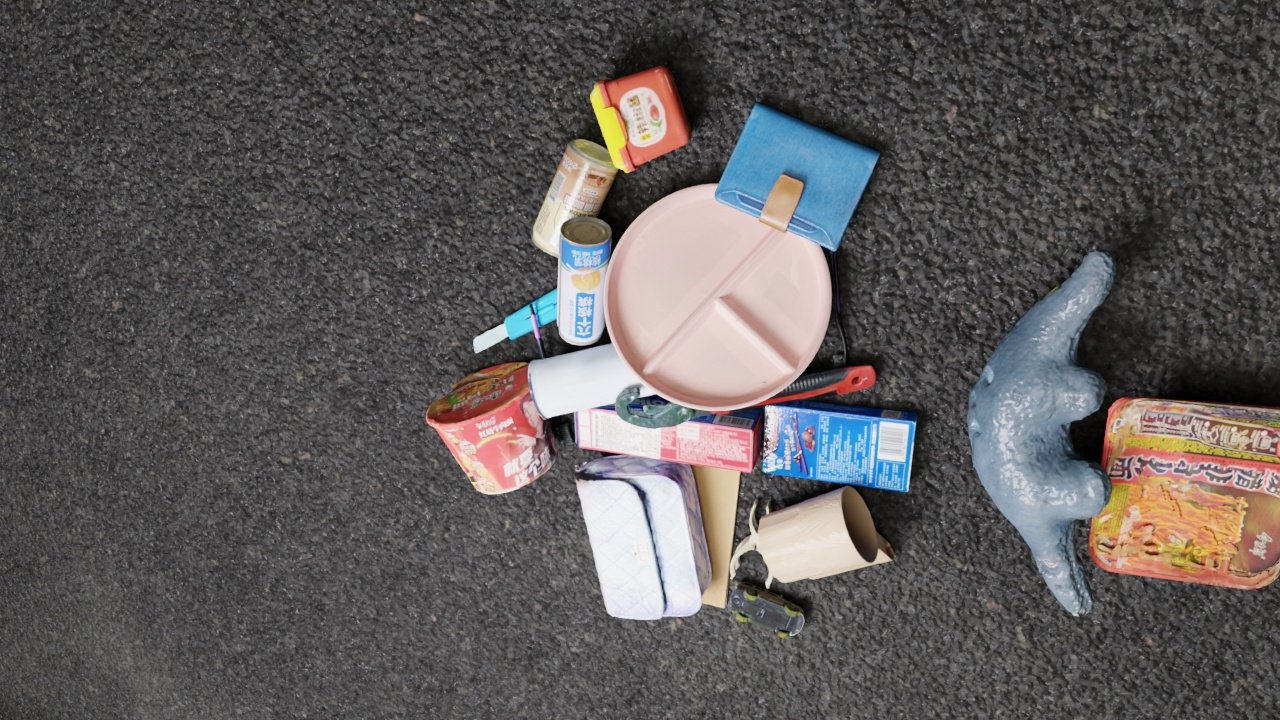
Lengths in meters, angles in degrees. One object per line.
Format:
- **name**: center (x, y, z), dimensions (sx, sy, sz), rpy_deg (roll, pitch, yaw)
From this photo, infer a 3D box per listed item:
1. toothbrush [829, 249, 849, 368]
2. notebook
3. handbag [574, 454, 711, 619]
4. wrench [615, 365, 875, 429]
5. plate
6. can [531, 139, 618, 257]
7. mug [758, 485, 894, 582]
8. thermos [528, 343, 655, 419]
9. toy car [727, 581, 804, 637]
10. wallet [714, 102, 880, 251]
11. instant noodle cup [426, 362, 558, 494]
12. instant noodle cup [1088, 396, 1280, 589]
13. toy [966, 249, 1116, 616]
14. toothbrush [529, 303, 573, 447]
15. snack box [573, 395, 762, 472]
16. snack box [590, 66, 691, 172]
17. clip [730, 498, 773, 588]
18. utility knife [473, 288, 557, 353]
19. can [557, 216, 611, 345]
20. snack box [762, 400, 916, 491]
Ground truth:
- **toothbrush**: center (0.199, -0.065, 0.940), dimensions (0.017, 0.014, 0.189), rpy_deg (2, 112, 32)
- **notebook**: center (0.041, 0.195, 1.105), dimensions (0.148, 0.008, 0.208), rpy_deg (10, 114, 16)
- **handbag**: center (0.004, 0.207, 1.075), dimensions (0.134, 0.075, 0.194), rpy_deg (-5, 108, 22)
- **wrench**: center (0.109, 0.037, 0.964), dimensions (0.273, 0.016, 0.056), rpy_deg (-8, 131, 6)
- **plate**: center (0.077, -0.064, 0.933), dimensions (0.230, 0.028, 0.229), rpy_deg (0, 90, 8)
- **can**: center (-0.069, -0.170, 0.969), dimensions (0.058, 0.058, 0.116), rpy_deg (30, 118, 6)
- **mug**: center (0.204, 0.201, 1.009), dimensions (0.104, 0.084, 0.124), rpy_deg (-23, 135, 30)
- **thermos**: center (-0.006, 0.006, 0.995), dimensions (0.224, 0.073, 0.073), rpy_deg (-13, 106, 11)
- **toy car**: center (0.151, 0.294, 1.089), dimensions (0.090, 0.035, 0.042), rpy_deg (21, 118, 11)
- **wallet**: center (0.150, -0.177, 0.887), dimensions (0.133, 0.040, 0.106), rpy_deg (25, 96, 9)
- **instant noodle cup**: center (-0.163, 0.081, 1.067), dimensions (0.138, 0.137, 0.109), rpy_deg (-11, 115, 23)
- **instant noodle cup**: center (0.516, 0.116, 0.861), dimensions (0.165, 0.078, 0.189), rpy_deg (6, 112, 18)
- **toy**: center (0.381, 0.072, 0.872), dimensions (0.138, 0.091, 0.356), rpy_deg (7, 108, 45)
- **toothbrush**: center (-0.104, 0.020, 1.074), dimensions (0.018, 0.014, 0.189), rpy_deg (-6, 115, 11)
- **snack box**: center (0.031, 0.076, 1.033), dimensions (0.208, 0.057, 0.058), rpy_deg (7, 115, 17)
- **snack box**: center (0.003, -0.241, 0.907), dimensions (0.080, 0.082, 0.091), rpy_deg (-18, 105, 11)
- **clip**: center (0.124, 0.214, 1.068), dimensions (0.093, 0.034, 0.103), rpy_deg (-14, 101, 23)
- **utility knife**: center (-0.121, -0.052, 1.059), dimensions (0.199, 0.018, 0.034), rpy_deg (-25, 101, 28)
- **can**: center (-0.061, -0.082, 0.970), dimensions (0.053, 0.053, 0.135), rpy_deg (17, 133, 13)
- **snack box**: center (0.212, 0.089, 0.989), dimensions (0.157, 0.026, 0.085), rpy_deg (6, 113, 17)
